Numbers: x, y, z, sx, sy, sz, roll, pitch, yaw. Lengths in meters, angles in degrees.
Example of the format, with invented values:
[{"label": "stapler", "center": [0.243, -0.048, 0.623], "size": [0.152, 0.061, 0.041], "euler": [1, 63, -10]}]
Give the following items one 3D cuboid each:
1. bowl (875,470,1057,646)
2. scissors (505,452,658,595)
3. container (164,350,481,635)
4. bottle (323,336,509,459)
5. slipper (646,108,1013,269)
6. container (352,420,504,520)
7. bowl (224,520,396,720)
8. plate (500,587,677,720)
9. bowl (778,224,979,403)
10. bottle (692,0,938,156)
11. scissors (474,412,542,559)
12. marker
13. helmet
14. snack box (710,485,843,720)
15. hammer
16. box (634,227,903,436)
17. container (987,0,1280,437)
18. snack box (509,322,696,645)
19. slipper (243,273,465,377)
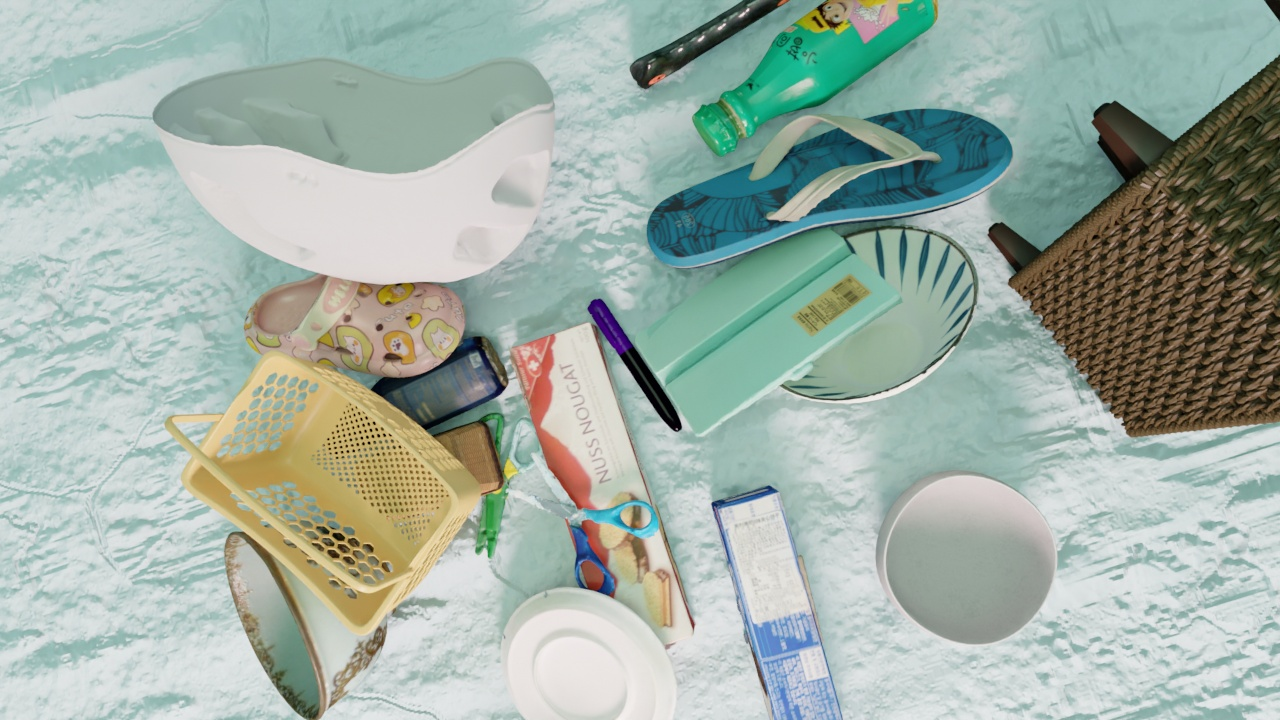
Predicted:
[{"label": "bowl", "center": [0.254, 0.154, 0.734], "size": [0.132, 0.064, 0.132], "euler": [0, 88, 4]}, {"label": "scissors", "center": [-0.057, 0.135, 0.738], "size": [0.133, 0.015, 0.104], "euler": [21, 91, 5]}, {"label": "container", "center": [-0.223, 0.088, 0.653], "size": [0.183, 0.167, 0.129], "euler": [37, 96, 10]}, {"label": "bottle", "center": [-0.192, 0.033, 0.773], "size": [0.161, 0.056, 0.056], "euler": [-25, 86, 3]}, {"label": "slipper", "center": [0.142, -0.152, 0.733], "size": [0.295, 0.060, 0.118], "euler": [-16, 49, 7]}, {"label": "container", "center": [-0.180, 0.095, 0.761], "size": [0.114, 0.061, 0.063], "euler": [-18, 85, 11]}, {"label": "bowl", "center": [-0.256, 0.195, 0.743], "size": [0.093, 0.160, 0.160], "euler": [-22, 85, -39]}, {"label": "plate", "center": [-0.046, 0.259, 0.747], "size": [0.157, 0.014, 0.157], "euler": [5, 106, 18]}, {"label": "bowl", "center": [0.184, -0.020, 0.727], "size": [0.177, 0.177, 0.071], "euler": [-36, 129, 2]}, {"label": "bottle", "center": [0.139, -0.244, 0.754], "size": [0.210, 0.068, 0.068], "euler": [-35, 86, 2]}, {"label": "scissors", "center": [-0.116, 0.109, 0.788], "size": [0.070, 0.014, 0.130], "euler": [4, 87, 5]}, {"label": "marker", "center": [-0.005, 0.005, 0.780], "size": [0.015, 0.018, 0.134], "euler": [-36, 85, 35]}, {"label": "helmet", "center": [-0.211, -0.158, 0.694], "size": [0.282, 0.224, 0.184], "euler": [10, 115, -21]}, {"label": "snack box", "center": [0.114, 0.218, 0.745], "size": [0.059, 0.059, 0.226], "euler": [-15, 88, 0]}, {"label": "hammer", "center": [0.138, -0.315, 0.743], "size": [0.333, 0.133, 0.033], "euler": [-28, 88, 11]}, {"label": "box", "center": [0.094, -0.031, 0.729], "size": [0.186, 0.136, 0.033], "euler": [-36, 125, 1]}, {"label": "container", "center": [0.384, -0.087, 0.615], "size": [0.176, 0.321, 0.205], "euler": [-40, 80, 1]}, {"label": "snack box", "center": [-0.032, 0.107, 0.765], "size": [0.076, 0.044, 0.273], "euler": [-18, 87, 3]}, {"label": "slipper", "center": [-0.242, -0.046, 0.753], "size": [0.197, 0.082, 0.093], "euler": [4, 53, 15]}]
